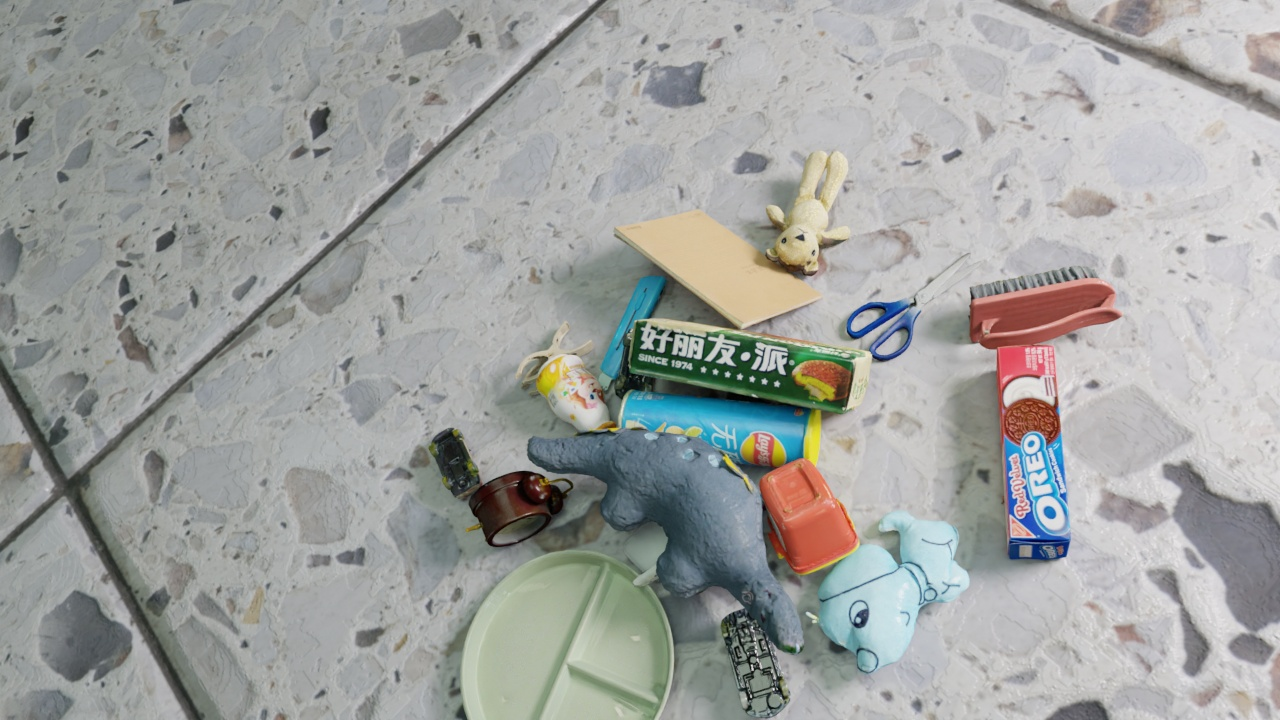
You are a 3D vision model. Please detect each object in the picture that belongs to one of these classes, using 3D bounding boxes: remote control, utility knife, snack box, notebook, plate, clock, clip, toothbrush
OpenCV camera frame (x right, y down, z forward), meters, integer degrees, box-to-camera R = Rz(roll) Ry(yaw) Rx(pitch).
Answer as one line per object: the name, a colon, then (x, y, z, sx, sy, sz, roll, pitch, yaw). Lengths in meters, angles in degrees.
remote control: (0.044, 0.171, 0.982, 0.056, 0.020, 0.136, 38, 79, 30)
utility knife: (-0.014, -0.035, 1.109, 0.034, 0.018, 0.160, 17, 71, 23)
snack box: (0.118, 0.001, 0.987, 0.240, 0.114, 0.063, 11, 96, 21)
snack box: (0.384, 0.088, 0.902, 0.057, 0.058, 0.207, -2, 63, 19)
notebook: (0.090, -0.113, 1.074, 0.149, 0.012, 0.211, -20, 49, -41)
plate: (-0.075, 0.310, 0.942, 0.230, 0.027, 0.229, -7, 61, 13)
clock: (-0.131, 0.158, 1.007, 0.122, 0.082, 0.055, -28, 63, 2)
clip: (-0.108, -0.002, 1.113, 0.099, 0.035, 0.070, -43, 59, -13)
toothbrush: (0.071, 0.183, 0.957, 0.187, 0.016, 0.017, -29, 50, -10)
snack box: (0.161, 0.152, 0.908, 0.082, 0.080, 0.091, -27, 34, 2)

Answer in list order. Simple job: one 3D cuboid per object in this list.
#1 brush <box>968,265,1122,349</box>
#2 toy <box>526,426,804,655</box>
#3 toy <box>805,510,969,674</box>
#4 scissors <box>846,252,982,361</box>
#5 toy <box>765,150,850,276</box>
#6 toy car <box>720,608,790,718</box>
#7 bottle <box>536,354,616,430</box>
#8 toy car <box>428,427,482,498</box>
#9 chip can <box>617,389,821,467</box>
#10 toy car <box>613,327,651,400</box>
brush: (0.421, -0.052, 0.961, 0.146, 0.063, 0.069, -12, 49, 9)
toy: (0.042, 0.148, 0.919, 0.356, 0.091, 0.137, 36, 70, 29)
toy: (0.236, 0.219, 0.883, 0.156, 0.050, 0.161, -11, 50, 13)
scissors: (0.305, -0.072, 1.036, 0.126, 0.012, 0.173, 20, 69, 24)
toy: (0.203, -0.178, 1.090, 0.105, 0.066, 0.157, 20, 77, 7)
toy car: (0.112, 0.294, 0.891, 0.049, 0.031, 0.105, -19, 58, 7)
bottle: (-0.072, 0.045, 1.060, 0.063, 0.063, 0.108, -37, 67, -4)
toy car: (-0.217, 0.120, 1.080, 0.042, 0.035, 0.090, -31, 58, -2)
chip can: (0.085, 0.074, 0.991, 0.210, 0.071, 0.071, 5, 65, 19)
toy car: (-0.006, 0.006, 1.072, 0.043, 0.034, 0.090, 15, 73, -18)
